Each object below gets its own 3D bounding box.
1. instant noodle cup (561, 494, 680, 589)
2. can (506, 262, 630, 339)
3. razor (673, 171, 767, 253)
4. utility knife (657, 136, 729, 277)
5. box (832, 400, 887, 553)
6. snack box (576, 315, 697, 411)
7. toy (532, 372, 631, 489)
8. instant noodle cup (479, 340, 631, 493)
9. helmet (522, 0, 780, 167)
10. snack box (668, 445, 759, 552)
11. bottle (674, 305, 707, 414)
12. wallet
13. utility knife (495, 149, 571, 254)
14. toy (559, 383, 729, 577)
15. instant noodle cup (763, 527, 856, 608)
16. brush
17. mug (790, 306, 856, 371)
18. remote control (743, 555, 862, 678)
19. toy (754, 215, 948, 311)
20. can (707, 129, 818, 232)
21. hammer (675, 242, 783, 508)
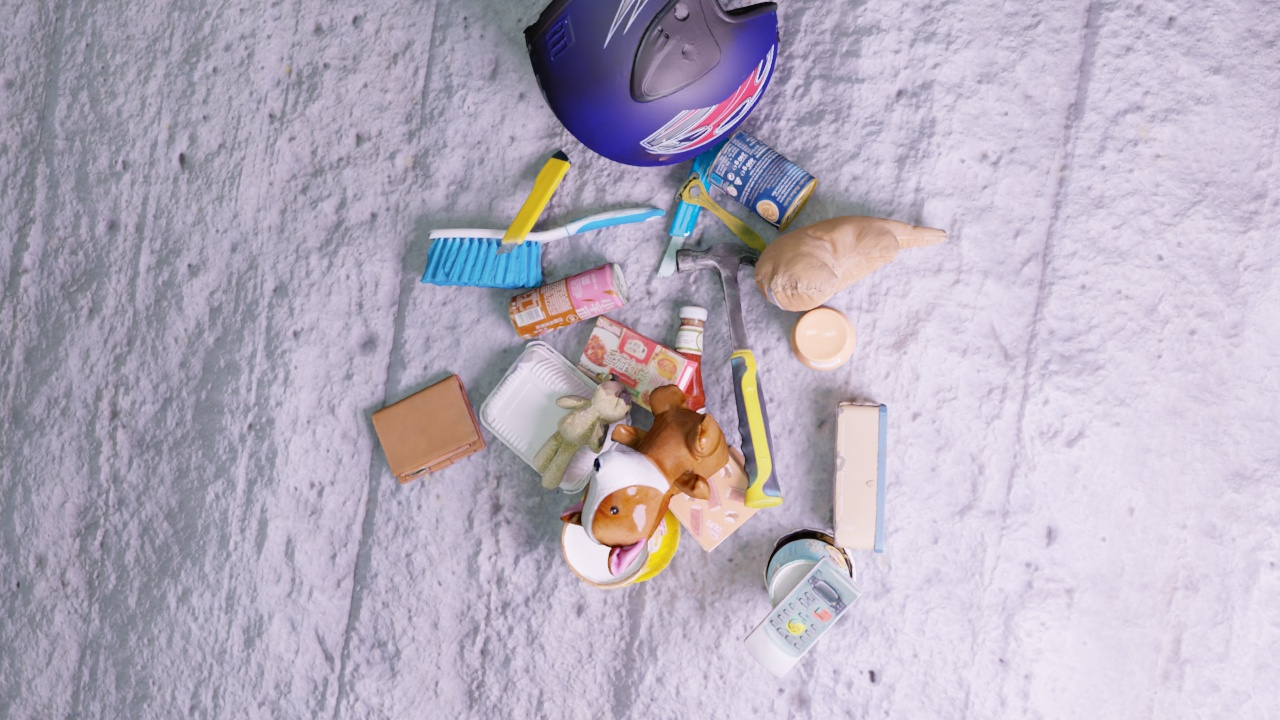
[{"bbox_3d":[-0.030,0.211,1.108,0.138,0.109,0.138,0,89,13],"label":"instant noodle cup"},{"bbox_3d":[-0.090,-0.074,1.150,0.147,0.058,0.058,-18,86,11],"label":"can"},{"bbox_3d":[0.104,-0.173,1.116,0.132,0.028,0.043,39,92,-2],"label":"razor"},{"bbox_3d":[0.062,-0.195,1.138,0.034,0.018,0.198,21,94,1],"label":"utility knife"},{"bbox_3d":[0.252,0.137,1.059,0.060,0.089,0.184,-1,92,11],"label":"box"},{"bbox_3d":[-0.007,0.007,1.116,0.153,0.025,0.075,29,97,37],"label":"snack box"},{"bbox_3d":[-0.069,0.086,1.087,0.157,0.066,0.105,-49,39,11],"label":"toy"},{"bbox_3d":[-0.115,0.072,1.154,0.173,0.060,0.138,39,97,11],"label":"instant noodle cup"},{"bbox_3d":[0.038,-0.362,1.035,0.315,0.247,0.240,-42,107,5],"label":"helmet"},{"bbox_3d":[0.095,0.162,1.089,0.094,0.092,0.077,-43,81,8],"label":"snack box"},{"bbox_3d":[0.053,0.037,1.120,0.060,0.059,0.206,7,85,12],"label":"bottle"},{"bbox_3d":[-0.278,0.092,1.203,0.132,0.031,0.107,-25,81,12],"label":"wallet"},{"bbox_3d":[-0.133,-0.196,1.151,0.033,0.015,0.169,19,68,24],"label":"utility knife"},{"bbox_3d":[0.004,0.127,1.001,0.199,0.130,0.140,-48,36,-2],"label":"toy"},{"bbox_3d":[0.193,0.257,1.053,0.111,0.120,0.111,0,89,12],"label":"instant noodle cup"},{"bbox_3d":[-0.127,-0.143,1.164,0.315,0.060,0.109,3,87,9],"label":"brush"},{"bbox_3d":[0.208,-0.026,1.052,0.078,0.122,0.078,0,90,12],"label":"mug"},{"bbox_3d":[0.173,0.276,0.985,0.056,0.019,0.135,43,98,10],"label":"remote control"},{"bbox_3d":[0.236,-0.125,1.046,0.225,0.143,0.082,-25,121,-16],"label":"toy"},{"bbox_3d":[0.144,-0.215,1.091,0.111,0.075,0.075,37,97,10],"label":"can"},{"bbox_3d":[0.124,0.010,1.066,0.126,0.032,0.322,-7,70,-2],"label":"hammer"}]
